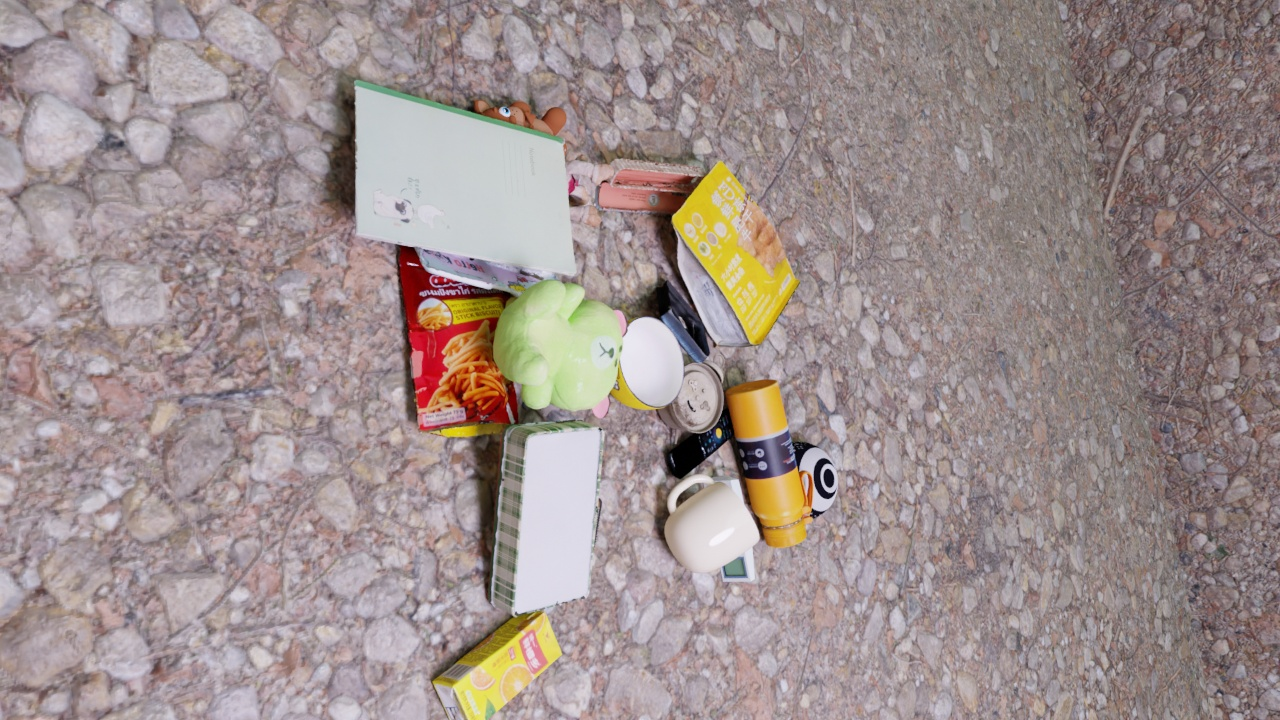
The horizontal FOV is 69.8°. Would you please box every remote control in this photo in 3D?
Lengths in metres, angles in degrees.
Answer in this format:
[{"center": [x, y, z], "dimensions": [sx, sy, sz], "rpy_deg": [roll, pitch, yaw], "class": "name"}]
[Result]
[{"center": [0.124, 0.228, 1.252], "dimensions": [0.024, 0.050, 0.143], "rpy_deg": [-8, 86, -46], "class": "remote control"}, {"center": [0.085, 0.113, 1.263], "dimensions": [0.151, 0.020, 0.041], "rpy_deg": [-32, 107, -45], "class": "remote control"}]

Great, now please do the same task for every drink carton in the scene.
[{"center": [-0.148, 0.324, 0.969], "dimensions": [0.134, 0.043, 0.058], "rpy_deg": [-32, 106, -43], "class": "drink carton"}]

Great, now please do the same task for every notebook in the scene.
[{"center": [-0.185, -0.193, 0.993], "dimensions": [0.252, 0.010, 0.181], "rpy_deg": [8, 66, -35], "class": "notebook"}]

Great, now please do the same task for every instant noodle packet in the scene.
[{"center": [0.124, -0.151, 1.301], "dimensions": [0.162, 0.084, 0.222], "rpy_deg": [-52, 124, -36], "class": "instant noodle packet"}]

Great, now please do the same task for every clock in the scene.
[{"center": [0.072, 0.039, 1.243], "dimensions": [0.140, 0.055, 0.093], "rpy_deg": [-48, 115, -32], "class": "clock"}]

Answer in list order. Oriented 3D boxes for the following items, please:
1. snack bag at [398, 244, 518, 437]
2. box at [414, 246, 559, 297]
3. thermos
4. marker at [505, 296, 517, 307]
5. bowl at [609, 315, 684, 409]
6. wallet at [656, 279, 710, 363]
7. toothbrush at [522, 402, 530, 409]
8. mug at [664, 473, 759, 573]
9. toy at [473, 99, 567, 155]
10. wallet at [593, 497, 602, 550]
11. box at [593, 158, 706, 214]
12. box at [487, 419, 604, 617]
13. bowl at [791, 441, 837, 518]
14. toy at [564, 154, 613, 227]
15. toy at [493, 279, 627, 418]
[{"center": [-0.198, -0.020, 1.008], "dimensions": [0.138, 0.067, 0.207], "rpy_deg": [4, 68, -38], "class": "snack bag"}, {"center": [-0.171, -0.131, 1.040], "dimensions": [0.201, 0.077, 0.146], "rpy_deg": [13, 67, -42], "class": "box"}, {"center": [0.190, 0.146, 1.301], "dimensions": [0.076, 0.091, 0.233], "rpy_deg": [-39, 116, -73], "class": "thermos"}, {"center": [-0.117, -0.039, 1.079], "dimensions": [0.021, 0.017, 0.124], "rpy_deg": [51, 5, 38], "class": "marker"}, {"center": [-0.007, 0.007, 1.163], "dimensions": [0.117, 0.068, 0.117], "rpy_deg": [12, 72, -43], "class": "bowl"}, {"center": [0.054, -0.053, 1.233], "dimensions": [0.089, 0.026, 0.114], "rpy_deg": [50, 15, -21], "class": "wallet"}, {"center": [-0.092, 0.006, 1.121], "dimensions": [0.166, 0.013, 0.013], "rpy_deg": [-48, 114, -37], "class": "toothbrush"}, {"center": [0.078, 0.210, 1.177], "dimensions": [0.099, 0.096, 0.120], "rpy_deg": [-30, 89, -15], "class": "mug"}, {"center": [-0.152, -0.276, 1.093], "dimensions": [0.127, 0.065, 0.094], "rpy_deg": [7, 67, -38], "class": "toy"}, {"center": [-0.100, 0.180, 1.065], "dimensions": [0.123, 0.019, 0.072], "rpy_deg": [26, 64, -38], "class": "wallet"}, {"center": [0.015, -0.235, 1.252], "dimensions": [0.186, 0.083, 0.041], "rpy_deg": [-7, 55, -43], "class": "box"}, {"center": [-0.102, 0.169, 1.002], "dimensions": [0.117, 0.051, 0.205], "rpy_deg": [-4, 103, -45], "class": "box"}, {"center": [0.257, 0.180, 1.382], "dimensions": [0.120, 0.067, 0.120], "rpy_deg": [12, 72, -42], "class": "bowl"}, {"center": [-0.095, -0.215, 1.123], "dimensions": [0.105, 0.085, 0.074], "rpy_deg": [-2, 47, -28], "class": "toy"}, {"center": [-0.090, -0.013, 1.018], "dimensions": [0.197, 0.107, 0.150], "rpy_deg": [41, 57, -65], "class": "toy"}]
